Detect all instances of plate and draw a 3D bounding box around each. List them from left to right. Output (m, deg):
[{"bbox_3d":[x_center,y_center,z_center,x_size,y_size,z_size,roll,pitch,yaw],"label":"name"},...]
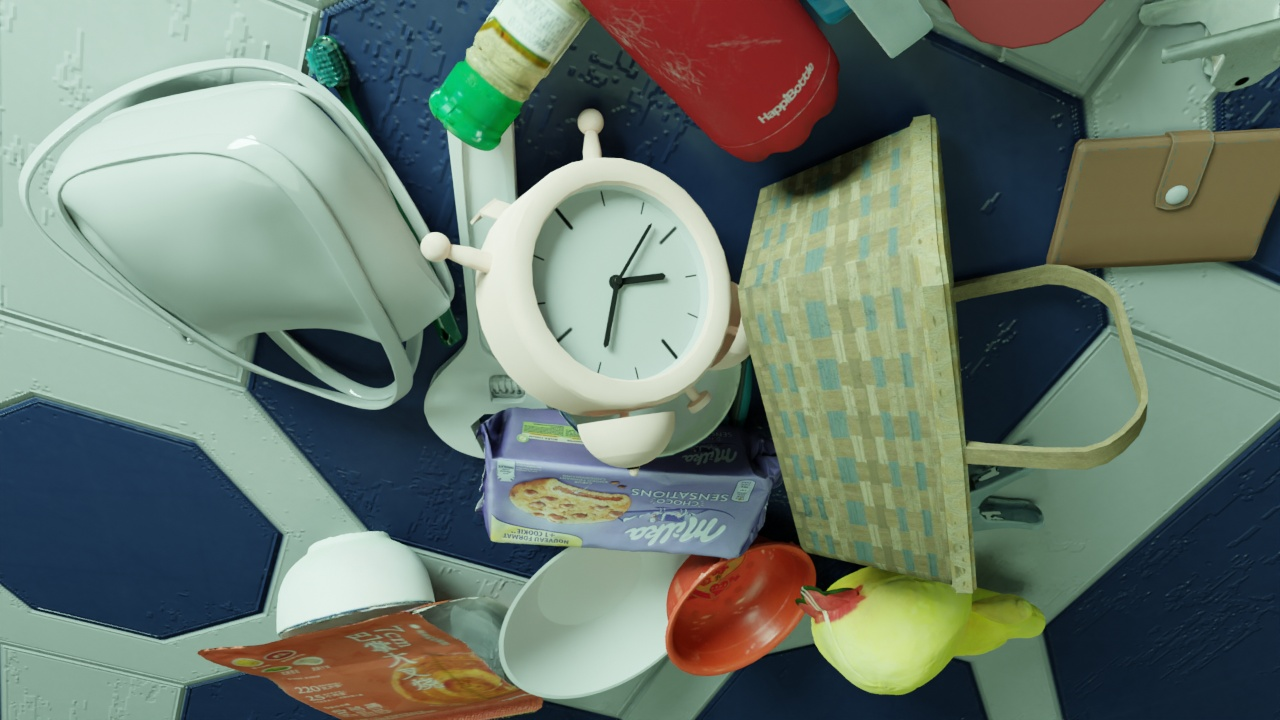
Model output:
[{"bbox_3d":[-0.031,0.182,0.706,0.173,0.036,0.174,-14,126,-21],"label":"plate"}]

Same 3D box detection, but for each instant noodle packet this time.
[{"bbox_3d":[-0.188,0.223,0.679,0.164,0.083,0.221,-13,153,12],"label":"instant noodle packet"}]

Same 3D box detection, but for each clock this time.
[{"bbox_3d":[-0.021,-0.034,0.495,0.160,0.130,0.086,47,153,-7],"label":"clock"},{"bbox_3d":[0.184,-0.202,0.423,0.087,0.044,0.125,20,126,-14],"label":"clock"}]

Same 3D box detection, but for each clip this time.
[{"bbox_3d":[0.208,0.097,0.665,0.163,0.027,0.106,-11,128,9],"label":"clip"},{"bbox_3d":[0.307,-0.168,0.463,0.102,0.054,0.057,-11,92,11],"label":"clip"}]

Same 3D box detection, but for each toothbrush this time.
[{"bbox_3d":[-0.143,-0.089,0.523,0.016,0.017,0.190,-9,121,15],"label":"toothbrush"}]

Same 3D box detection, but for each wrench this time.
[{"bbox_3d":[-0.102,-0.047,0.568,0.087,0.018,0.274,2,126,1],"label":"wrench"}]

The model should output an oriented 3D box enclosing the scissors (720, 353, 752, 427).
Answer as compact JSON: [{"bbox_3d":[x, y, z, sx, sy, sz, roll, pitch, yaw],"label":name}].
[{"bbox_3d":[0.056,0.047,0.635,0.131,0.019,0.150,37,119,-23],"label":"scissors"}]

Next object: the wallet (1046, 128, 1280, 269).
[{"bbox_3d":[0.303,-0.090,0.527,0.121,0.013,0.087,-3,130,3],"label":"wallet"}]

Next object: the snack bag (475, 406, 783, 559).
[{"bbox_3d":[-0.006,0.080,0.616,0.205,0.058,0.097,5,133,-7],"label":"snack bag"}]

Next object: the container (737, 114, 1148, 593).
[{"bbox_3d":[0.173,0.003,0.516,0.187,0.157,0.250,-5,128,20],"label":"container"}]

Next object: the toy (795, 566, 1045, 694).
[{"bbox_3d":[0.216,0.203,0.704,0.207,0.092,0.134,3,149,-27],"label":"toy"}]

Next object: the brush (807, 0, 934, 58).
[{"bbox_3d":[0.076,-0.188,0.385,0.055,0.075,0.135,-35,151,25],"label":"brush"}]

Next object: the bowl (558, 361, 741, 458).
[{"bbox_3d":[-0.003,0.003,0.561,0.118,0.118,0.062,13,168,-9],"label":"bowl"}]

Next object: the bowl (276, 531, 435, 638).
[{"bbox_3d":[-0.216,0.167,0.692,0.113,0.063,0.113,-12,161,-5],"label":"bowl"}]

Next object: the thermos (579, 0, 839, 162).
[{"bbox_3d":[0.000,-0.179,0.391,0.073,0.073,0.239,-33,136,24],"label":"thermos"}]

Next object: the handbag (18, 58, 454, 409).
[{"bbox_3d":[-0.214,-0.050,0.536,0.216,0.095,0.223,-3,138,20],"label":"handbag"}]

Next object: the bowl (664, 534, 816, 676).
[{"bbox_3d":[0.068,0.178,0.703,0.130,0.045,0.131,-14,126,-21],"label":"bowl"}]

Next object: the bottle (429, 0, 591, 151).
[{"bbox_3d":[-0.059,-0.158,0.455,0.043,0.043,0.111,33,112,-22],"label":"bottle"}]
